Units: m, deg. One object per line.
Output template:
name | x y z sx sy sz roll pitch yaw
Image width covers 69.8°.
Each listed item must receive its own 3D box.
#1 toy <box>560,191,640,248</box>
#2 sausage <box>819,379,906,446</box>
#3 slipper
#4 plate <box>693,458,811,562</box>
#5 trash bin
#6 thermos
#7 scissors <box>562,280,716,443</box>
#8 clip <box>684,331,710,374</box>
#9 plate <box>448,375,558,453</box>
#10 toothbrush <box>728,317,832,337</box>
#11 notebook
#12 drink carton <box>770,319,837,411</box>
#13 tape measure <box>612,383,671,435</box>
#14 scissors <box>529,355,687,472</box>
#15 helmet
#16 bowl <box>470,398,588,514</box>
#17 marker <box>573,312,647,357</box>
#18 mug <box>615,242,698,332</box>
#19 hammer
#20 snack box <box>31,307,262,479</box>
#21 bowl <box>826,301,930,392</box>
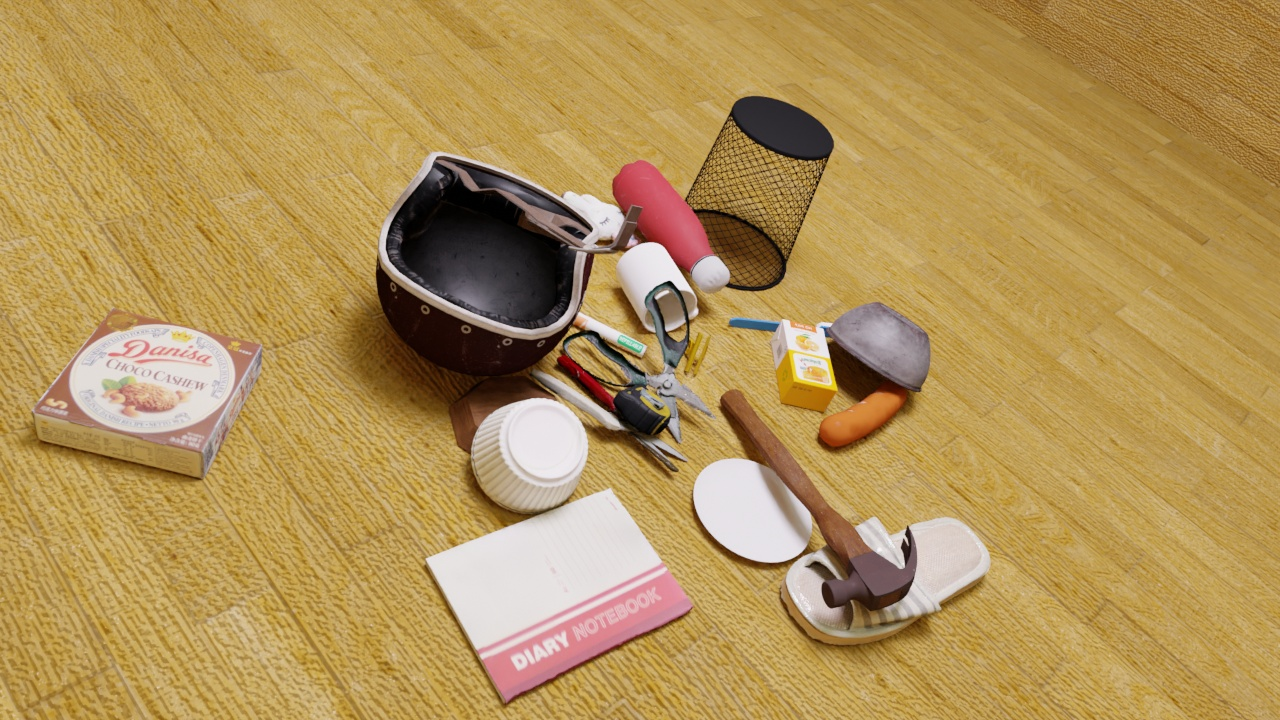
toy | -0.052 -0.196 1.269 0.122 0.038 0.079 38 30 9
sausage | 0.279 0.066 1.135 0.163 0.039 0.044 -24 53 -40
slipper | 0.267 0.219 0.960 0.272 0.054 0.114 -8 54 -31
plate | 0.119 0.161 0.982 0.134 0.011 0.134 13 42 -12
trash bin | 0.158 -0.237 1.274 0.184 0.211 0.183 13 42 -12
thermos | 0.044 -0.176 1.235 0.073 0.073 0.239 -10 49 -32
scissors | -0.006 0.008 1.063 0.179 0.015 0.206 -9 67 -4
clip | 0.065 -0.013 1.128 0.037 0.053 0.046 19 11 -1
plate | -0.134 0.060 0.967 0.131 0.025 0.131 13 42 -12
toothbrush | 0.195 -0.047 1.237 0.166 0.016 0.014 5 44 -18
notebook | -0.071 0.207 0.848 0.208 0.012 0.153 -16 54 -36
drink carton | 0.206 0.003 1.169 0.058 0.040 0.122 12 42 -12
tape measure | 0.005 0.052 1.007 0.061 0.034 0.061 42 18 10
scissors | -0.040 0.052 1.012 0.179 0.015 0.186 20 24 -34
helmet | -0.150 -0.105 0.958 0.233 0.254 0.233 26 16 -3
bowl | -0.101 0.087 0.895 0.115 0.063 0.115 10 64 -21
marker | -0.060 -0.042 1.117 0.145 0.017 0.017 27 41 4
mug | 0.031 -0.088 1.175 0.110 0.074 0.090 19 33 -46
hammer | 0.173 0.133 0.977 0.115 0.033 0.323 -13 39 -20
snack box | -0.448 0.027 0.849 0.143 0.041 0.146 15 42 -8
bowl | 0.320 -0.028 1.191 0.145 0.067 0.144 29 16 -10
